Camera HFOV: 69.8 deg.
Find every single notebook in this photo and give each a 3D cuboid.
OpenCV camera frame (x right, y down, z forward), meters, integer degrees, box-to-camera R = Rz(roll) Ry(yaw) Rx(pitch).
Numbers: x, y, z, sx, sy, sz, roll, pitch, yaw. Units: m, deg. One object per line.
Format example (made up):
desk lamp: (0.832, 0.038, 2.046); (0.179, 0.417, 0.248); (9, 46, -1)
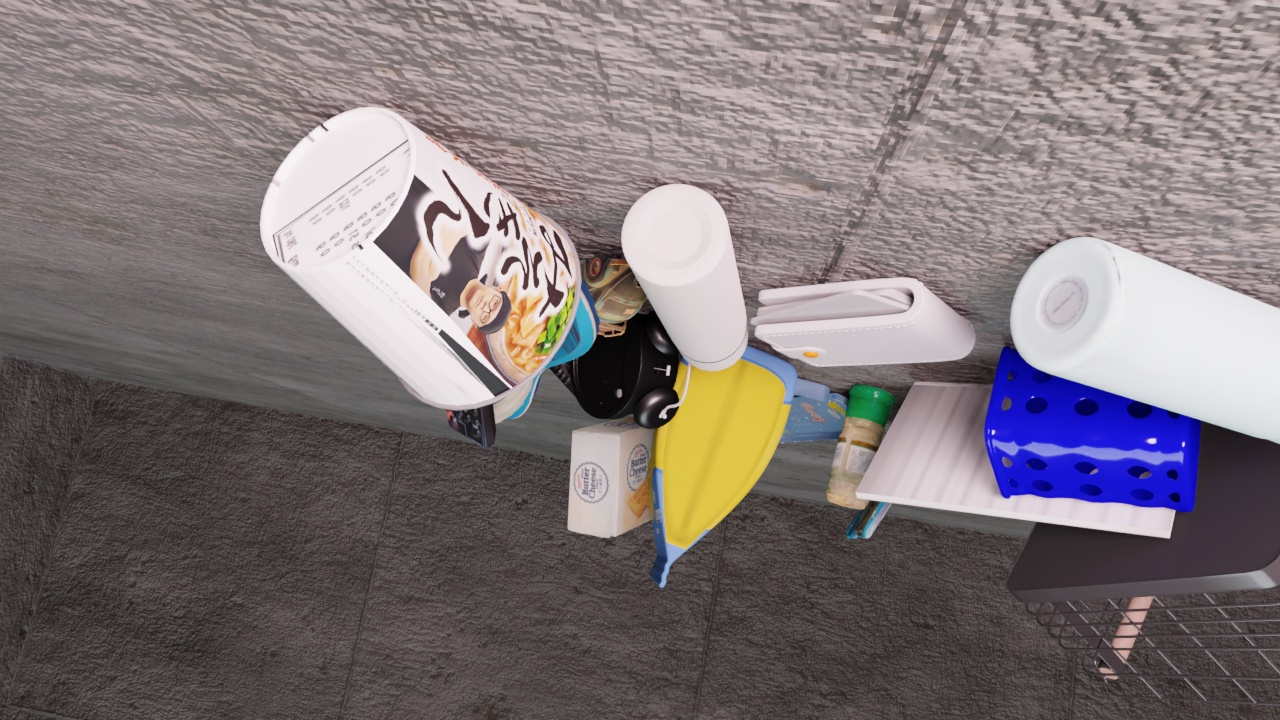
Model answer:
notebook: (0.285, 0.064, 0.684); (0.210, 0.142, 0.009); (2, 128, 38)

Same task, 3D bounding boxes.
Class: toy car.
toy car: (-0.030, -0.041, 0.605); (0.047, 0.047, 0.112); (13, 170, -36)

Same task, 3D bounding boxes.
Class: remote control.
remote control: (-0.114, -0.017, 0.597); (0.022, 0.150, 0.047); (-24, -145, -38)

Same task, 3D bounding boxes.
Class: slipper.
slipper: (-0.110, -0.014, 0.653); (0.060, 0.118, 0.296); (-29, 180, -25)

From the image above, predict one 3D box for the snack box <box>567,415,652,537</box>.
snack box: (0.001, 0.113, 0.987); (0.058, 0.104, 0.207); (5, -174, 27)

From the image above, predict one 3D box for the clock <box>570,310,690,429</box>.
clock: (-0.004, 0.004, 0.707); (0.042, 0.091, 0.121); (5, -178, -40)

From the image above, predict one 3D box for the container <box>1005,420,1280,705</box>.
container: (0.397, 0.136, 0.629); (0.130, 0.162, 0.242); (45, 152, -5)

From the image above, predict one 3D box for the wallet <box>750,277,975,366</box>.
wallet: (0.129, -0.025, 0.568); (0.119, 0.037, 0.115); (-3, 164, 39)

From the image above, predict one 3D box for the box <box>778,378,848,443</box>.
box: (0.149, 0.051, 0.976); (0.127, 0.034, 0.209); (25, 166, -17)

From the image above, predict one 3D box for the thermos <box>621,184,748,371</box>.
thermos: (0.034, -0.037, 0.546); (0.052, 0.052, 0.224); (8, 169, 11)

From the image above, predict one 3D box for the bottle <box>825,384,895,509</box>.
bottle: (0.202, 0.080, 0.844); (0.043, 0.111, 0.043); (16, 169, 3)

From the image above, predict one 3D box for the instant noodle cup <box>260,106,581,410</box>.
instant noodle cup: (-0.112, -0.054, 0.458); (0.124, 0.123, 0.122); (5, 159, 27)

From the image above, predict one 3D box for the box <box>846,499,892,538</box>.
box: (0.267, 0.105, 0.910); (0.182, 0.071, 0.227); (-33, 167, 0)

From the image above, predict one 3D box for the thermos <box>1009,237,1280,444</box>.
thermos: (0.284, -0.003, 0.458); (0.206, 0.065, 0.078); (14, -168, -22)

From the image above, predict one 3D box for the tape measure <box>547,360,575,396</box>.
tape measure: (-0.044, -0.002, 0.779); (0.067, 0.062, 0.038); (47, 175, 11)

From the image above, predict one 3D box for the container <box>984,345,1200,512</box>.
container: (0.298, 0.044, 0.601); (0.114, 0.084, 0.085); (1, 142, 35)

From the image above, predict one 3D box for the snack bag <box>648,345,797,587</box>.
snack bag: (0.049, 0.095, 0.799); (0.102, 0.205, 0.159); (21, 170, 2)
